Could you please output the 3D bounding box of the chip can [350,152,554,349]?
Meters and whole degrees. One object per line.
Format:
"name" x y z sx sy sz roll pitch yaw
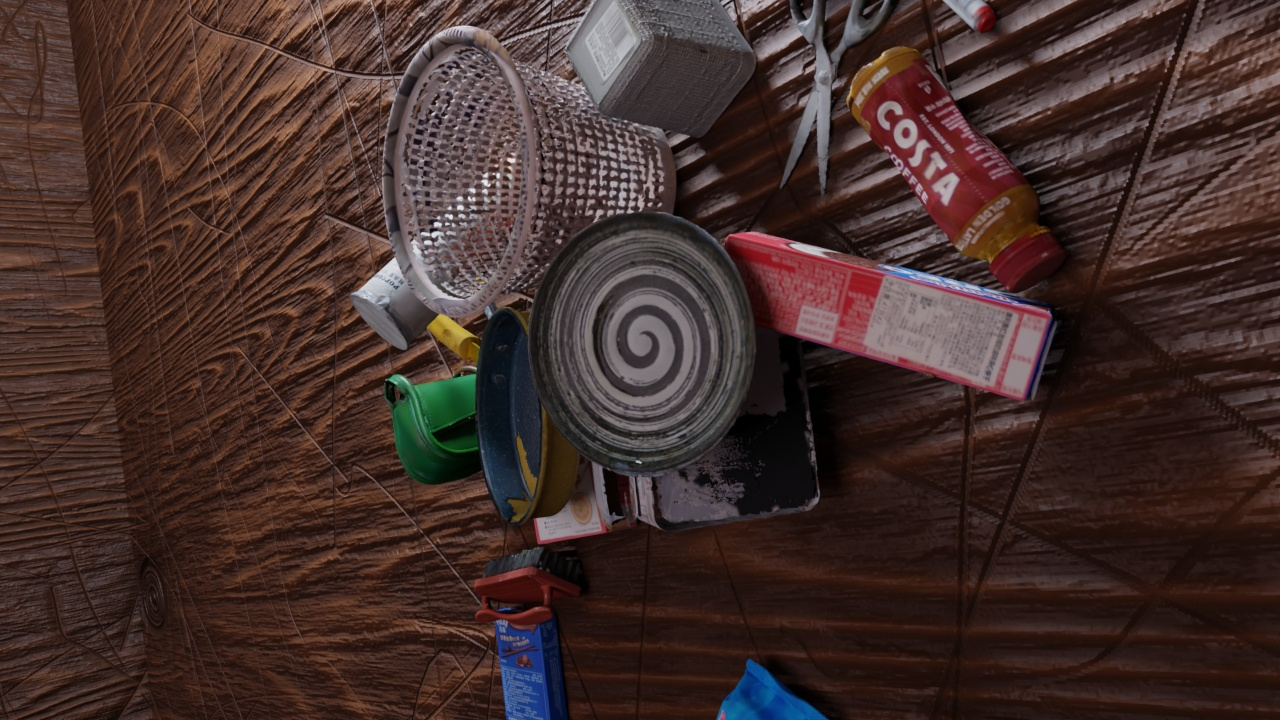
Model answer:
"chip can" -0.177 -0.109 0.888 0.071 0.214 0.071 34 157 17

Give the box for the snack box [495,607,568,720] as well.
"snack box" -0.117 0.350 0.991 0.085 0.026 0.157 -10 86 47

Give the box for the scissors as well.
"scissors" 0.137 -0.217 0.676 0.171 0.014 0.159 -37 67 44

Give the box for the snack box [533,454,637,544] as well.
"snack box" -0.065 0.110 0.900 0.113 0.044 0.127 -20 78 47

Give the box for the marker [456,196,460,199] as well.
"marker" -0.162 -0.184 1.002 0.146 0.016 0.017 -7 88 48

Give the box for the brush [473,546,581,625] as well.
"brush" -0.128 0.241 0.957 0.146 0.063 0.069 -23 44 47

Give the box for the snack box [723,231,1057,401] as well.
"snack box" 0.153 -0.032 0.590 0.208 0.057 0.058 18 106 21

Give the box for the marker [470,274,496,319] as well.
"marker" -0.168 -0.061 1.022 0.018 0.015 0.123 -45 64 41

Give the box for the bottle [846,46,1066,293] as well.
"bottle" 0.200 -0.121 0.583 0.058 0.057 0.174 -49 58 38

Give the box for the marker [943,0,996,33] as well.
"marker" 0.187 -0.267 0.615 0.017 0.017 0.145 -54 56 36

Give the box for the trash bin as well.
"trash bin" -0.085 -0.153 0.789 0.228 0.191 0.227 6 98 47

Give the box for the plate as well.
"plate" 0.000 -0.011 0.624 0.180 0.024 0.179 0 90 31

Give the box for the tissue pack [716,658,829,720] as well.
"tissue pack" 0.097 0.327 0.737 0.095 0.052 0.157 33 117 41

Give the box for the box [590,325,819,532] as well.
"box" 0.028 0.040 0.743 0.193 0.157 0.183 164 100 -78

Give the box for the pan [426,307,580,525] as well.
"pan" -0.155 0.009 0.895 0.357 0.078 0.198 53 137 50

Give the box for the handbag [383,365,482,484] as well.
"handbag" -0.203 0.064 0.982 0.068 0.131 0.120 -41 71 36

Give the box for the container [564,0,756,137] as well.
"container" 0.012 -0.243 0.734 0.090 0.114 0.090 -48 60 39
